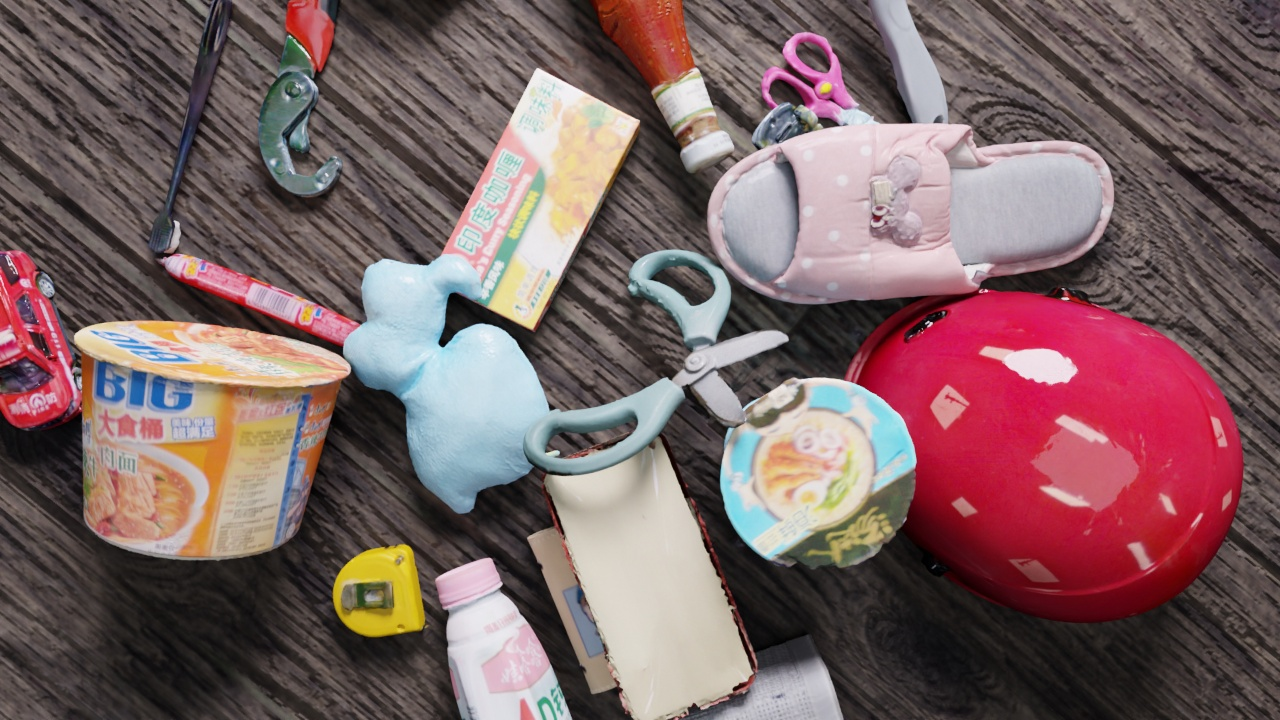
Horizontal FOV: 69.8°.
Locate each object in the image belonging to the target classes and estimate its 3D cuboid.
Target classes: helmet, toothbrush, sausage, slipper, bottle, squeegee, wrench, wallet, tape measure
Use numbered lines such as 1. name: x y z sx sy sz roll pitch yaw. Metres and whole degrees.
1. helmet: 0.251 0.056 0.562 0.240 0.144 0.207 26 92 0
2. toothbrush: -0.298 -0.158 0.612 0.015 0.018 0.181 13 89 6
3. sausage: -0.248 -0.040 0.611 0.156 0.020 0.020 22 90 -1
4. slipper: 0.178 -0.092 0.583 0.274 0.054 0.114 -3 105 -8
5. bottle: 0.004 -0.221 0.593 0.060 0.060 0.206 -25 92 -1
6. squeegee: 0.147 -0.249 0.591 0.246 0.039 0.246 -30 99 -15
7. wrench: -0.211 -0.245 0.610 0.056 0.016 0.273 9 91 -5
8. wallet: -0.015 0.155 0.617 0.087 0.024 0.115 -22 89 4
9. tape measure: -0.175 0.155 0.611 0.057 0.029 0.060 -9 91 0
10. bottle: -0.082 0.228 0.597 0.068 0.068 0.197 -20 87 -1

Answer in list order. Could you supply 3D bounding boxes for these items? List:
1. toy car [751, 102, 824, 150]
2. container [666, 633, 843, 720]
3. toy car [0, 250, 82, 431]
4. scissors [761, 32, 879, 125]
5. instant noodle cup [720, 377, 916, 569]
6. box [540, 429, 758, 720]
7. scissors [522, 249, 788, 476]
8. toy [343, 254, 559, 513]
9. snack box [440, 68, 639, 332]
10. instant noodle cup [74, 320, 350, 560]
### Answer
1. toy car: 0.114 -0.131 0.609 0.090 0.034 0.043 36 91 -15
2. container: 0.072 0.243 0.588 0.114 0.090 0.090 -16 91 2
3. toy car: -0.407 -0.012 0.597 0.053 0.045 0.120 -22 93 1
4. scissors: 0.142 -0.161 0.619 0.135 0.017 0.063 40 87 -5
5. instant noodle cup: 0.097 0.062 0.568 0.111 0.120 0.111 0 92 -2
6. box: 0.002 0.131 0.565 0.091 0.079 0.168 -21 86 -2
7. scissors: -0.002 0.000 0.562 0.170 0.173 0.019 -29 133 4
8. toy: -0.120 0.017 0.595 0.156 0.049 0.161 22 102 1
9. snack box: -0.069 -0.105 0.609 0.077 0.027 0.156 27 90 0
10. instant noodle cup: -0.261 0.046 0.555 0.151 0.151 0.111 12 98 -1
